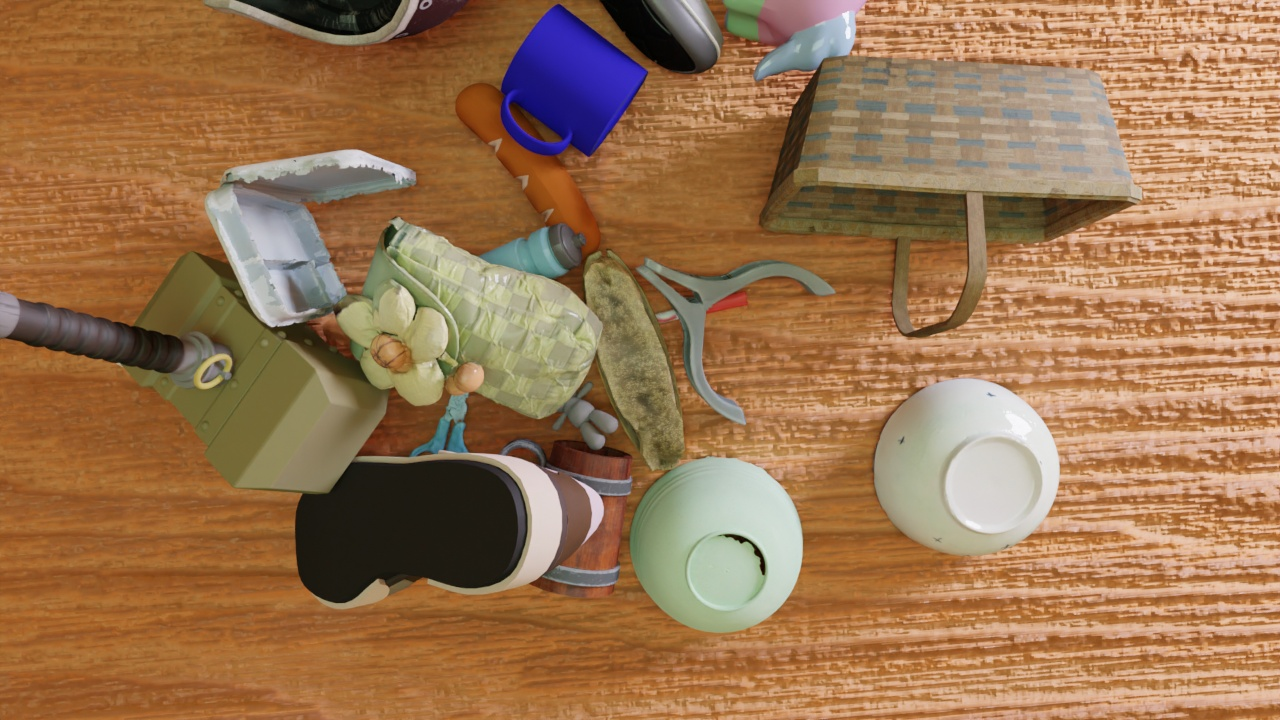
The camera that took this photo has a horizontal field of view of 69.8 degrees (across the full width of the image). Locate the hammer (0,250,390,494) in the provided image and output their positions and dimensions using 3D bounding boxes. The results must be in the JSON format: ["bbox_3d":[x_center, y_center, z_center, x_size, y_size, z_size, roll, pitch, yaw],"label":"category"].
[{"bbox_3d":[-0.331,-0.012,0.578,0.190,0.324,0.101,38,94,22],"label":"hammer"}]

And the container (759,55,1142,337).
[{"bbox_3d":[0.224,-0.114,0.697,0.250,0.157,0.186,2,85,-3],"label":"container"}]

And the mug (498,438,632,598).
[{"bbox_3d":[-0.067,0.123,0.748,0.117,0.081,0.111,11,92,-4],"label":"mug"}]

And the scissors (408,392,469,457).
[{"bbox_3d":[-0.157,0.050,0.771,0.055,0.015,0.136,16,90,-6],"label":"scissors"}]

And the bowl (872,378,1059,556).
[{"bbox_3d":[0.279,0.095,0.763,0.153,0.073,0.153,0,98,-3],"label":"bowl"}]

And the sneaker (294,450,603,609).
[{"bbox_3d":[-0.149,0.123,0.704,0.295,0.116,0.111,-16,76,38],"label":"sneaker"}]

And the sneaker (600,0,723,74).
[{"bbox_3d":[0.011,-0.358,0.697,0.160,0.093,0.256,-42,98,-6],"label":"sneaker"}]

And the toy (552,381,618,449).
[{"bbox_3d":[-0.065,0.028,0.749,0.112,0.030,0.049,40,94,23],"label":"toy"}]

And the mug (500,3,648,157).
[{"bbox_3d":[-0.058,-0.202,0.700,0.083,0.079,0.111,36,65,-6],"label":"mug"}]

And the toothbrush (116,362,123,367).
[{"bbox_3d":[-0.347,0.036,0.755,0.181,0.018,0.016,28,96,-6],"label":"toothbrush"}]

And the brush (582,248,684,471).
[{"bbox_3d":[-0.004,0.004,0.746,0.059,0.043,0.195,-17,106,1],"label":"brush"}]

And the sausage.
[{"bbox_3d":[-0.086,-0.151,0.734,0.044,0.039,0.164,-35,97,11],"label":"sausage"}]

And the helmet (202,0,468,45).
[{"bbox_3d":[-0.207,-0.332,0.597,0.253,0.234,0.234,-7,127,-32],"label":"helmet"}]

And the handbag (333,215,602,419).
[{"bbox_3d":[-0.127,-0.016,0.667,0.186,0.116,0.113,23,128,-9],"label":"handbag"}]

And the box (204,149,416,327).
[{"bbox_3d":[-0.223,-0.082,0.651,0.130,0.210,0.105,-13,99,0],"label":"box"}]

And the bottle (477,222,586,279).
[{"bbox_3d":[-0.100,-0.072,0.722,0.130,0.040,0.040,-20,98,21],"label":"bottle"}]

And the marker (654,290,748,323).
[{"bbox_3d":[0.020,-0.036,0.765,0.142,0.013,0.013,-14,97,-1],"label":"marker"}]

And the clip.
[{"bbox_3d":[0.070,-0.009,0.753,0.168,0.031,0.164,4,103,-12],"label":"clip"}]

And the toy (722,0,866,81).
[{"bbox_3d":[0.156,-0.311,0.689,0.171,0.120,0.222,8,84,9],"label":"toy"}]

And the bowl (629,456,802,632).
[{"bbox_3d":[0.067,0.161,0.759,0.151,0.077,0.151,0,98,-3],"label":"bowl"}]
